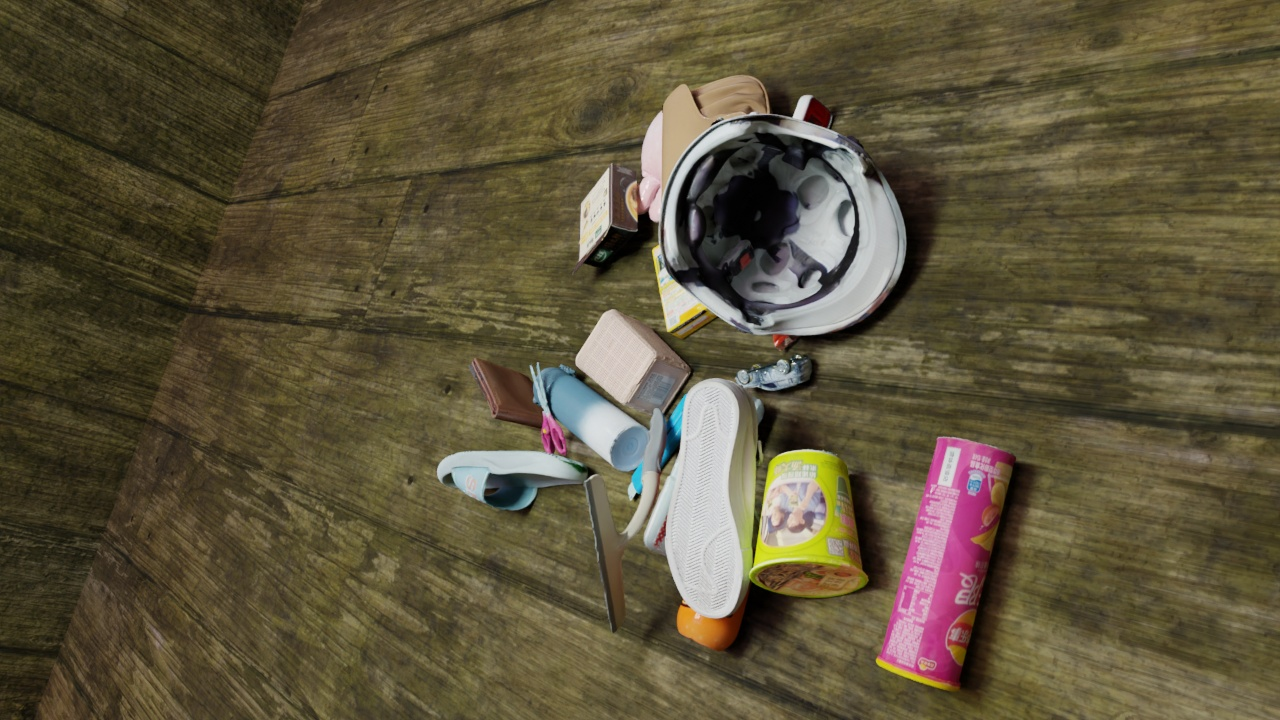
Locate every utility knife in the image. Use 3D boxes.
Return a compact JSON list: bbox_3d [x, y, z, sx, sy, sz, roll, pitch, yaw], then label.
[{"bbox_3d":[0.028,0.107,1.132,0.159,0.018,0.034,-56,43,12],"label":"utility knife"}]

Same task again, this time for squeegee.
[{"bbox_3d":[0.004,0.140,1.045,0.039,0.247,0.245,5,40,14],"label":"squeegee"}]

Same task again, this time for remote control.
[{"bbox_3d":[0.191,-0.247,1.099,0.020,0.055,0.136,15,83,47],"label":"remote control"}]

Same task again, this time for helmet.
[{"bbox_3d":[0.146,-0.150,0.996,0.145,0.258,0.229,-92,24,-69],"label":"helmet"}]

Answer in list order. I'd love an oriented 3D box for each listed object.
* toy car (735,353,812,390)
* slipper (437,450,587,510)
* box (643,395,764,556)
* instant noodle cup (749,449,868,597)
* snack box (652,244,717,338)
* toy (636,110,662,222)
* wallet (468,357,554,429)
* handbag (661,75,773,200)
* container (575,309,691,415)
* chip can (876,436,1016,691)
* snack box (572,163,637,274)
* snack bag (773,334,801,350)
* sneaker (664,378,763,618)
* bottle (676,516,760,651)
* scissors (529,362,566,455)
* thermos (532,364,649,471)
[{"bbox_3d":[0.150,0.016,1.033,0.091,0.042,0.034,-14,96,36],"label":"toy car"},{"bbox_3d":[-0.175,0.168,1.257,0.246,0.104,0.074,-7,68,37],"label":"slipper"},{"bbox_3d":[0.060,0.120,1.032,0.095,0.101,0.201,19,86,48],"label":"box"},{"bbox_3d":[0.166,0.158,0.907,0.112,0.111,0.123,-21,50,39],"label":"instant noodle cup"},{"bbox_3d":[0.065,-0.107,1.184,0.087,0.033,0.140,-33,52,32],"label":"snack box"},{"bbox_3d":[0.036,-0.273,1.275,0.121,0.054,0.159,35,107,49],"label":"toy"},{"bbox_3d":[-0.188,0.051,1.319,0.032,0.101,0.124,-53,43,16],"label":"wallet"},{"bbox_3d":[0.096,-0.263,1.150,0.148,0.100,0.204,-4,66,11],"label":"handbag"},{"bbox_3d":[-0.007,0.007,1.164,0.090,0.089,0.111,-57,45,10],"label":"container"},{"bbox_3d":[0.271,0.176,0.809,0.071,0.071,0.210,9,78,48],"label":"chip can"},{"bbox_3d":[-0.051,-0.196,1.305,0.113,0.053,0.125,-40,45,55],"label":"snack box"},{"bbox_3d":[0.160,-0.064,1.069,0.048,0.026,0.104,-35,49,22],"label":"snack bag"},{"bbox_3d":[0.082,0.139,0.947,0.090,0.090,0.242,3,91,24],"label":"sneaker"},{"bbox_3d":[0.092,0.231,0.980,0.067,0.066,0.149,12,74,48],"label":"bottle"},{"bbox_3d":[-0.122,0.066,1.222,0.084,0.017,0.138,10,111,59],"label":"scissors"},{"bbox_3d":[-0.070,0.070,1.216,0.220,0.070,0.070,34,97,48],"label":"thermos"}]
